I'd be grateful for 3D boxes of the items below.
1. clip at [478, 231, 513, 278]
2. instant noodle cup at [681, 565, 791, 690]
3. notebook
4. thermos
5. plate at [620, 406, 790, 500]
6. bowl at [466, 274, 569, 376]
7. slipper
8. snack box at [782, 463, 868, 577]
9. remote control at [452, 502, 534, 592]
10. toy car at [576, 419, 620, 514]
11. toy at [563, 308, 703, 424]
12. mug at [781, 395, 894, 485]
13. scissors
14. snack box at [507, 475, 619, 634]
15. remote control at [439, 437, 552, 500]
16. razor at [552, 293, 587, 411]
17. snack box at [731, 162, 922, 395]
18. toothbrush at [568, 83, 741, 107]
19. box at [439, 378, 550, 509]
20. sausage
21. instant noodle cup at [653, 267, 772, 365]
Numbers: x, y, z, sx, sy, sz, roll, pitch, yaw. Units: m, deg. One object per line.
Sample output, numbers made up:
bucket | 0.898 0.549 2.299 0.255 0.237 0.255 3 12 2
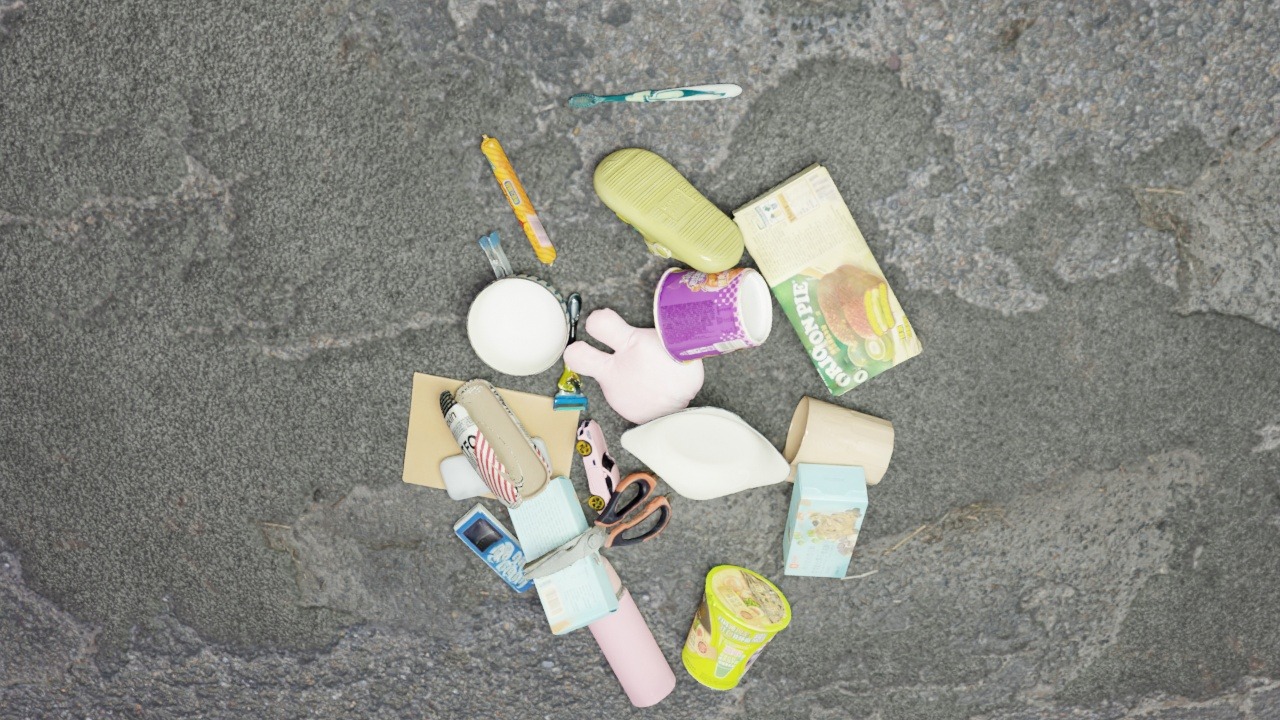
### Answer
clip | -0.167 -0.120 1.064 0.038 0.026 0.058 -18 112 20
instant noodle cup | 0.110 0.338 1.138 0.111 0.111 0.124 22 113 -3
notebook | -0.186 0.102 1.136 0.207 0.008 0.148 11 107 1
thermos | -0.034 0.343 1.170 0.087 0.067 0.198 -18 107 39
plate | 0.078 0.101 1.072 0.164 0.034 0.164 -20 131 36
bowl | -0.136 -0.046 1.060 0.116 0.066 0.116 1 107 4
slipper | 0.025 -0.150 1.001 0.190 0.091 0.082 40 146 15
snack box | 0.212 0.190 1.072 0.074 0.051 0.175 2 137 3
remote control | -0.178 0.239 1.167 0.049 0.024 0.125 -41 101 13
toy car | -0.048 0.130 1.110 0.037 0.056 0.122 -10 105 10
toy | -0.006 0.006 1.070 0.159 0.054 0.121 35 106 -14
mug | 0.226 0.109 1.080 0.103 0.084 0.125 15 131 -2
scissors | -0.050 0.190 1.070 0.208 0.015 0.185 23 76 -37
snack box | -0.094 0.233 1.101 0.074 0.051 0.174 -25 76 9
remote control | -0.177 0.133 1.129 0.136 0.020 0.056 -14 104 8
razor | -0.083 -0.010 1.090 0.042 0.022 0.143 -2 105 -23
snack box | 0.207 -0.090 1.026 0.114 0.063 0.240 -30 102 12
toothbrush | 0.015 -0.290 1.005 0.192 0.018 0.016 -3 105 5
box | -0.169 0.094 1.087 0.163 0.087 0.076 51 148 10
sausage | -0.138 -0.181 1.044 0.021 0.021 0.165 -25 102 10
instant noodle cup | 0.084 -0.054 1.004 0.099 0.111 0.111 -7 107 32
